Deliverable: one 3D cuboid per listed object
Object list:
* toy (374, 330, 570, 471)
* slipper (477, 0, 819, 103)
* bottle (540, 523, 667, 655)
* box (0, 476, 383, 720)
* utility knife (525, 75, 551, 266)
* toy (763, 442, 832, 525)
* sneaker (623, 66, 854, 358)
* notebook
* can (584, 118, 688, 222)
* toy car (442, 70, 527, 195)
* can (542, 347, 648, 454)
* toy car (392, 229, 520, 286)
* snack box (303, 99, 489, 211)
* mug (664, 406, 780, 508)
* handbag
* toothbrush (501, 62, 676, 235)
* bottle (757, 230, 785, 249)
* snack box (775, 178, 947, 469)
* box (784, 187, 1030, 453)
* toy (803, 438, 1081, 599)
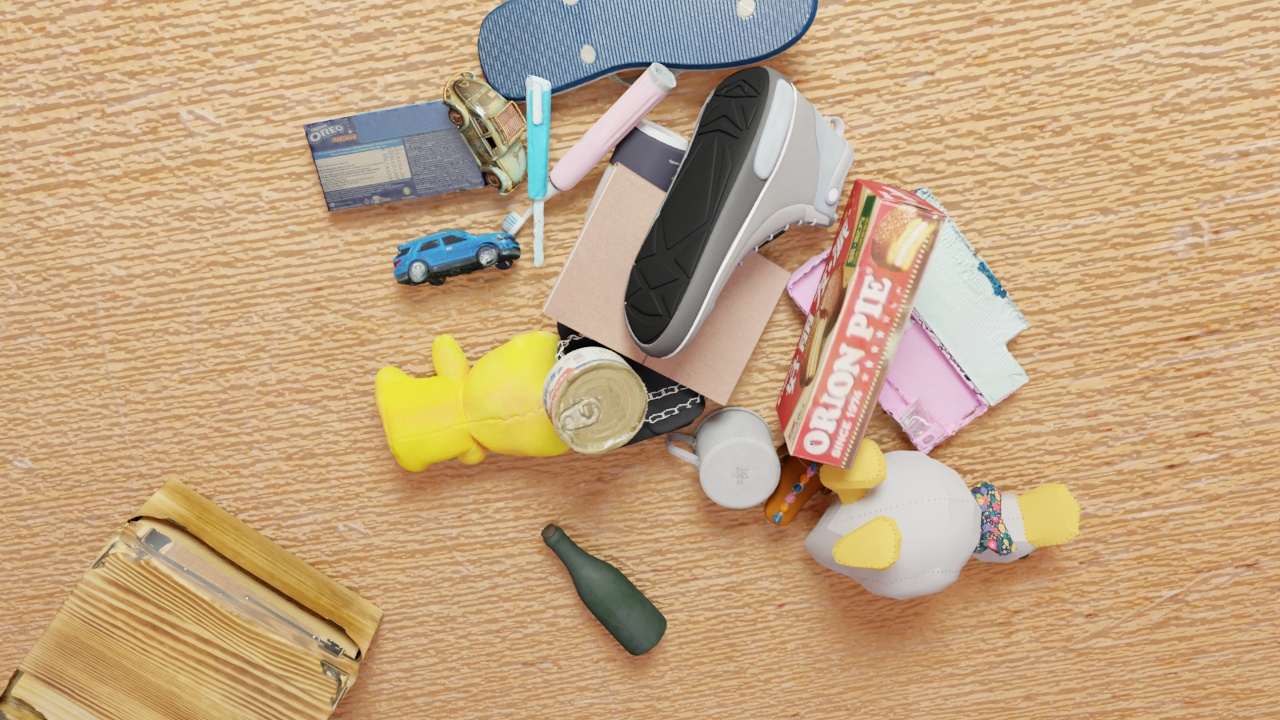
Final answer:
[{"bbox_3d":[-0.161,0.043,0.891,0.194,0.087,0.134,-9,108,5],"label":"toy"},{"bbox_3d":[0.001,-0.290,0.775,0.295,0.060,0.118,-9,106,18],"label":"slipper"},{"bbox_3d":[-0.045,0.240,0.986,0.055,0.055,0.174,-37,106,13],"label":"bottle"},{"bbox_3d":[-0.455,0.304,0.956,0.279,0.175,0.247,38,105,-12],"label":"box"},{"bbox_3d":[-0.093,-0.163,0.810,0.022,0.015,0.169,8,114,7],"label":"utility knife"},{"bbox_3d":[0.158,0.124,0.911,0.070,0.103,0.090,34,85,6],"label":"toy"},{"bbox_3d":[0.095,-0.107,0.792,0.160,0.093,0.256,21,92,-38],"label":"sneaker"},{"bbox_3d":[0.029,-0.062,0.818,0.209,0.008,0.141,27,90,-30],"label":"notebook"},{"bbox_3d":[-0.007,-0.148,0.825,0.064,0.064,0.127,23,110,-9],"label":"can"},{"bbox_3d":[-0.126,-0.200,0.800,0.047,0.047,0.112,2,134,39],"label":"toy car"},{"bbox_3d":[-0.040,0.034,0.795,0.086,0.043,0.086,-7,113,-18],"label":"can"},{"bbox_3d":[-0.172,-0.098,0.852,0.120,0.056,0.043,-10,88,10],"label":"toy car"},{"bbox_3d":[-0.220,-0.188,0.832,0.150,0.027,0.082,-8,110,3],"label":"snack box"},{"bbox_3d":[0.081,0.096,0.919,0.113,0.070,0.084,6,111,-4],"label":"mug"},{"bbox_3d":[-0.005,0.005,0.860,0.125,0.114,0.154,-13,108,4],"label":"handbag"},{"bbox_3d":[-0.053,-0.176,0.805,0.223,0.027,0.026,-37,98,34],"label":"toothbrush"},{"bbox_3d":[0.087,-0.104,0.863,0.106,0.025,0.025,-31,108,12],"label":"bottle"},{"bbox_3d":[0.188,-0.034,0.808,0.060,0.113,0.237,15,110,-3],"label":"snack box"},{"bbox_3d":[0.269,-0.037,0.883,0.160,0.035,0.230,-38,106,15],"label":"box"},{"bbox_3d":[0.277,0.164,0.907,0.267,0.140,0.247,19,146,-41],"label":"toy"}]
